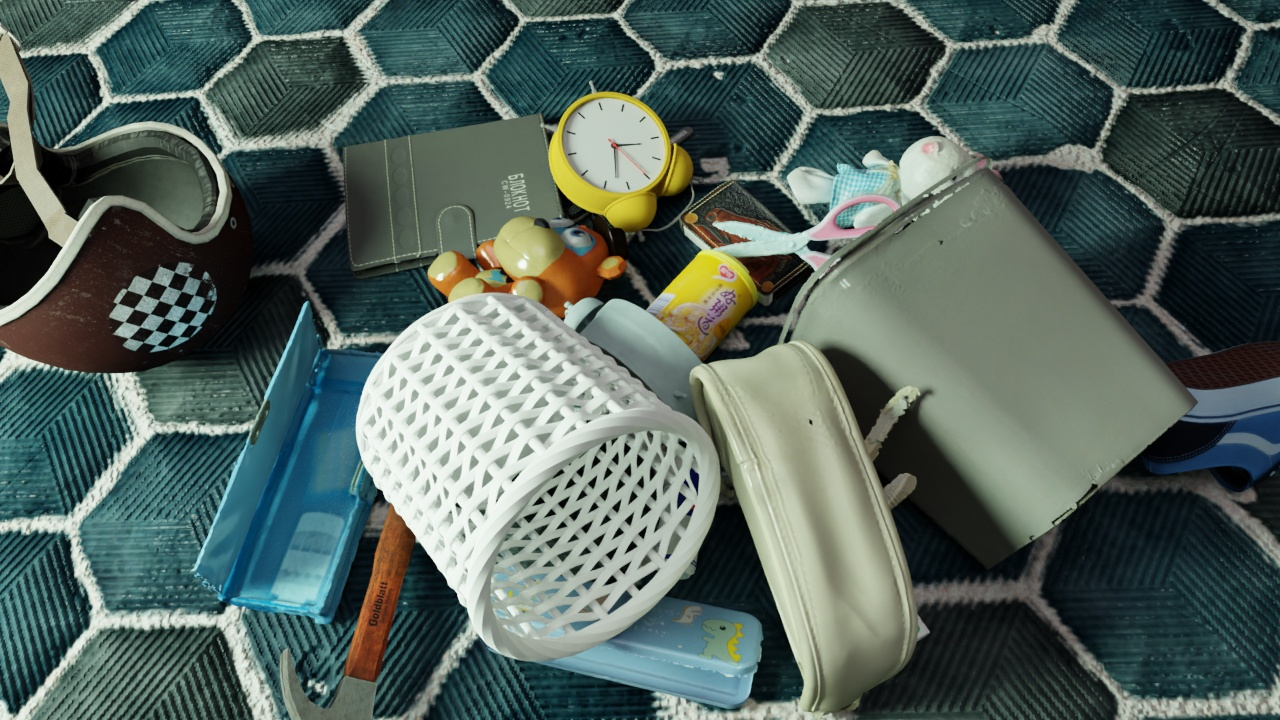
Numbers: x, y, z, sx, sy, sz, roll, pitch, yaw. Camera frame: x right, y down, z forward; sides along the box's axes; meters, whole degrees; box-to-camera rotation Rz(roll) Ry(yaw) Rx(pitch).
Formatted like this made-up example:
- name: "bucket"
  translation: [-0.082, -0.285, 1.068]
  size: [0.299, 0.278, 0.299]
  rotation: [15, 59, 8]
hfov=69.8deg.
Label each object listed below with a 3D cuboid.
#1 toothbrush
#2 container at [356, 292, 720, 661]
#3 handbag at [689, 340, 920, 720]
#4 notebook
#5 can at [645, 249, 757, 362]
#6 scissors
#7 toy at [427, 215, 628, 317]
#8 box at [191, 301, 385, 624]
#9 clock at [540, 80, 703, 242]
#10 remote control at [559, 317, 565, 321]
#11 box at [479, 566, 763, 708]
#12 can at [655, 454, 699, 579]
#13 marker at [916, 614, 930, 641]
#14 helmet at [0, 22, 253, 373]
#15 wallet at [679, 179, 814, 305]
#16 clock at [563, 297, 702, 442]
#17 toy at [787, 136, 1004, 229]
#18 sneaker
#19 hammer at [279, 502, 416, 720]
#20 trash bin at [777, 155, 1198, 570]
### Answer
- name: "toothbrush"
  translation: [-0.009, -0.186, 0.910]
  size: [0.167, 0.013, 0.013]
  rotation: [-39, 65, -19]
- name: "container"
  translation: [-0.075, 0.073, 0.639]
  size: [0.189, 0.189, 0.187]
  rotation: [-37, 46, -16]
- name: "handbag"
  translation: [0.126, 0.110, 0.633]
  size: [0.132, 0.184, 0.228]
  rotation: [-13, 59, -9]
- name: "notebook"
  translation: [-0.186, -0.165, 0.904]
  size: [0.209, 0.029, 0.169]
  rotation: [-13, 59, -1]
- name: "can"
  translation: [0.046, -0.039, 0.789]
  size: [0.068, 0.068, 0.104]
  rotation: [35, 68, 21]
- name: "scissors"
  translation: [0.144, -0.086, 0.805]
  size: [0.179, 0.108, 0.016]
  rotation: [-7, 19, 0]
- name: "toy"
  translation: [-0.091, -0.077, 0.805]
  size: [0.175, 0.096, 0.112]
  rotation: [-12, 32, -27]
- name: "box"
  translation: [-0.263, 0.075, 0.723]
  size: [0.094, 0.110, 0.231]
  rotation: [7, 61, 9]
- name: "clock"
  translation: [-0.017, -0.188, 0.872]
  size: [0.152, 0.052, 0.113]
  rotation: [43, 70, 0]
- name: "remote control"
  translation: [-0.065, -0.025, 0.822]
  size: [0.124, 0.009, 0.046]
  rotation: [-5, 60, 2]
- name: "box"
  translation: [-0.017, 0.192, 0.665]
  size: [0.210, 0.064, 0.069]
  rotation: [10, 60, 9]
- name: "can"
  translation: [0.032, 0.121, 0.717]
  size: [0.032, 0.032, 0.095]
  rotation: [5, 61, 7]
- name: "marker"
  translation: [0.169, 0.148, 0.700]
  size: [0.017, 0.017, 0.145]
  rotation: [-27, 62, -11]
- name: "helmet"
  translation: [-0.459, -0.112, 0.761]
  size: [0.233, 0.253, 0.234]
  rotation: [27, 90, 24]
- name: "wallet"
  translation: [0.100, -0.111, 0.853]
  size: [0.072, 0.019, 0.123]
  rotation: [-38, 64, -11]
- name: "clock"
  translation: [-0.004, 0.004, 0.739]
  size: [0.159, 0.122, 0.045]
  rotation: [32, 70, 35]
- name: "toy"
  translation: [0.236, -0.164, 0.825]
  size: [0.205, 0.106, 0.130]
  rotation: [8, 58, 7]
- name: "sneaker"
  translation: [0.486, 0.045, 0.717]
  size: [0.241, 0.098, 0.083]
  rotation: [-7, 21, -17]
- name: "hammer"
  translation: [-0.190, 0.145, 0.708]
  size: [0.111, 0.028, 0.299]
  rotation: [22, 53, -20]
- name: "trash bin"
  translation: [0.247, 0.012, 0.680]
  size: [0.197, 0.198, 0.220]
  rotation: [-34, 69, -16]
